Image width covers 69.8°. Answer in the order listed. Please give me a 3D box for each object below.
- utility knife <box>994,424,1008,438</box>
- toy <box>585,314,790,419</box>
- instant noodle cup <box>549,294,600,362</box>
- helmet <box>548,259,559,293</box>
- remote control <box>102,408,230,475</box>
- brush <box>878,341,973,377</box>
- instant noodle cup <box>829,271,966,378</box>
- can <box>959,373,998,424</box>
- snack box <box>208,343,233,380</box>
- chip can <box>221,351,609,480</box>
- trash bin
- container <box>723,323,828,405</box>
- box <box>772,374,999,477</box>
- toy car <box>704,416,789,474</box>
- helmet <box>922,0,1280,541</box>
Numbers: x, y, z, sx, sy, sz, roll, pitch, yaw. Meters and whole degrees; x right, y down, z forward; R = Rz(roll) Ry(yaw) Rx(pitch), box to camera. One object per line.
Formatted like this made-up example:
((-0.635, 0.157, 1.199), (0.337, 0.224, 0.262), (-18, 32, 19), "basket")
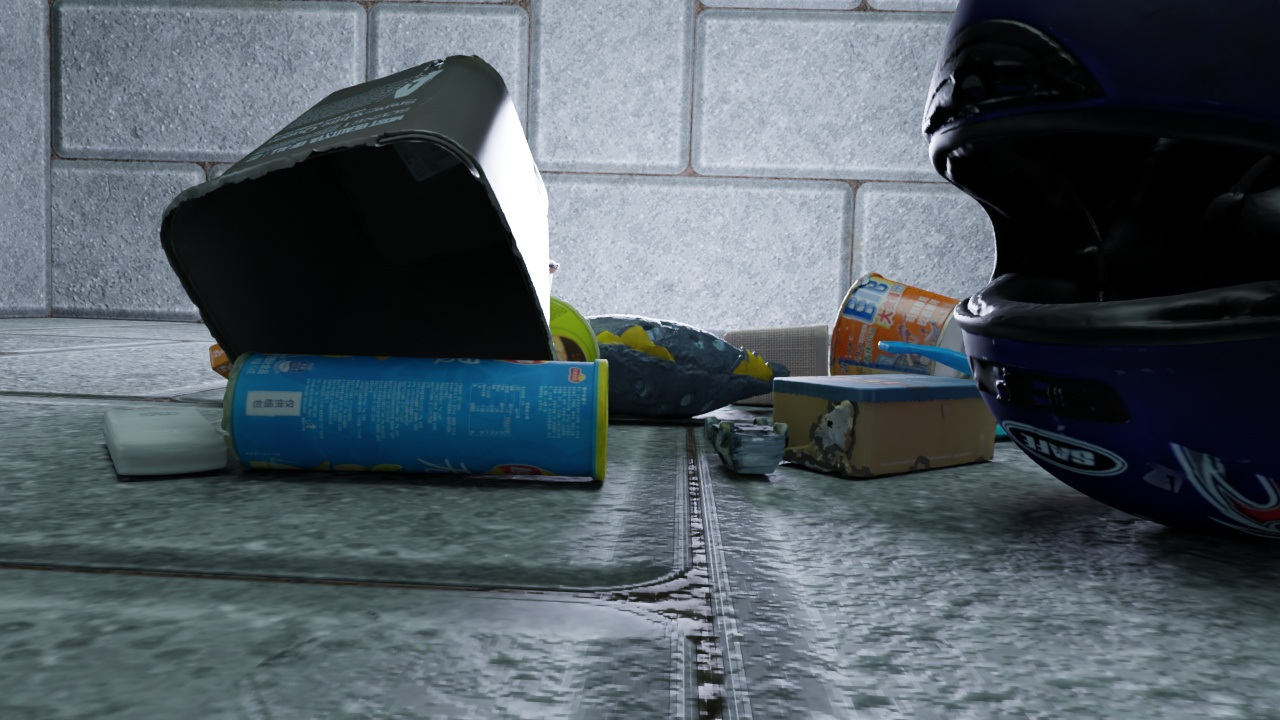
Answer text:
((0.355, 0.060, 0.810), (0.181, 0.013, 0.029), (-2, 8, -30), "utility knife")
((-0.005, 0.005, 0.844), (0.356, 0.091, 0.138), (6, 2, -16), "toy")
((-0.105, 0.009, 0.731), (0.112, 0.112, 0.123), (3, 13, 18), "instant noodle cup")
((-0.227, -0.044, 1.029), (0.274, 0.157, 0.229), (6, 8, 20), "helmet")
((-0.294, 0.049, 0.563), (0.058, 0.021, 0.150), (0, 4, -32), "remote control")
((0.307, 0.023, 0.734), (0.254, 0.046, 0.083), (18, 8, -12), "brush")
((0.292, -0.015, 1.006), (0.111, 0.151, 0.151), (15, 11, 37), "instant noodle cup")
((0.349, 0.035, 0.851), (0.116, 0.058, 0.059), (0, 4, -33), "can")
((-0.308, -0.018, 0.847), (0.154, 0.026, 0.075), (-24, -28, 3), "snack box")
((-0.124, 0.032, 0.535), (0.210, 0.071, 0.071), (1, 4, -1), "chip can")
((-0.160, -0.091, 0.623), (0.199, 0.199, 0.219), (-12, 35, 9), "trash bin")
((0.148, 0.005, 1.008), (0.111, 0.090, 0.090), (0, 3, 8), "container")
((0.178, 0.041, 0.647), (0.184, 0.061, 0.090), (-3, 7, -41), "box")
((0.067, 0.053, 0.594), (0.043, 0.034, 0.090), (-1, 2, -6), "toy car")
((0.272, -0.039, 0.441), (0.315, 0.240, 0.247), (12, 1, -20), "helmet")
